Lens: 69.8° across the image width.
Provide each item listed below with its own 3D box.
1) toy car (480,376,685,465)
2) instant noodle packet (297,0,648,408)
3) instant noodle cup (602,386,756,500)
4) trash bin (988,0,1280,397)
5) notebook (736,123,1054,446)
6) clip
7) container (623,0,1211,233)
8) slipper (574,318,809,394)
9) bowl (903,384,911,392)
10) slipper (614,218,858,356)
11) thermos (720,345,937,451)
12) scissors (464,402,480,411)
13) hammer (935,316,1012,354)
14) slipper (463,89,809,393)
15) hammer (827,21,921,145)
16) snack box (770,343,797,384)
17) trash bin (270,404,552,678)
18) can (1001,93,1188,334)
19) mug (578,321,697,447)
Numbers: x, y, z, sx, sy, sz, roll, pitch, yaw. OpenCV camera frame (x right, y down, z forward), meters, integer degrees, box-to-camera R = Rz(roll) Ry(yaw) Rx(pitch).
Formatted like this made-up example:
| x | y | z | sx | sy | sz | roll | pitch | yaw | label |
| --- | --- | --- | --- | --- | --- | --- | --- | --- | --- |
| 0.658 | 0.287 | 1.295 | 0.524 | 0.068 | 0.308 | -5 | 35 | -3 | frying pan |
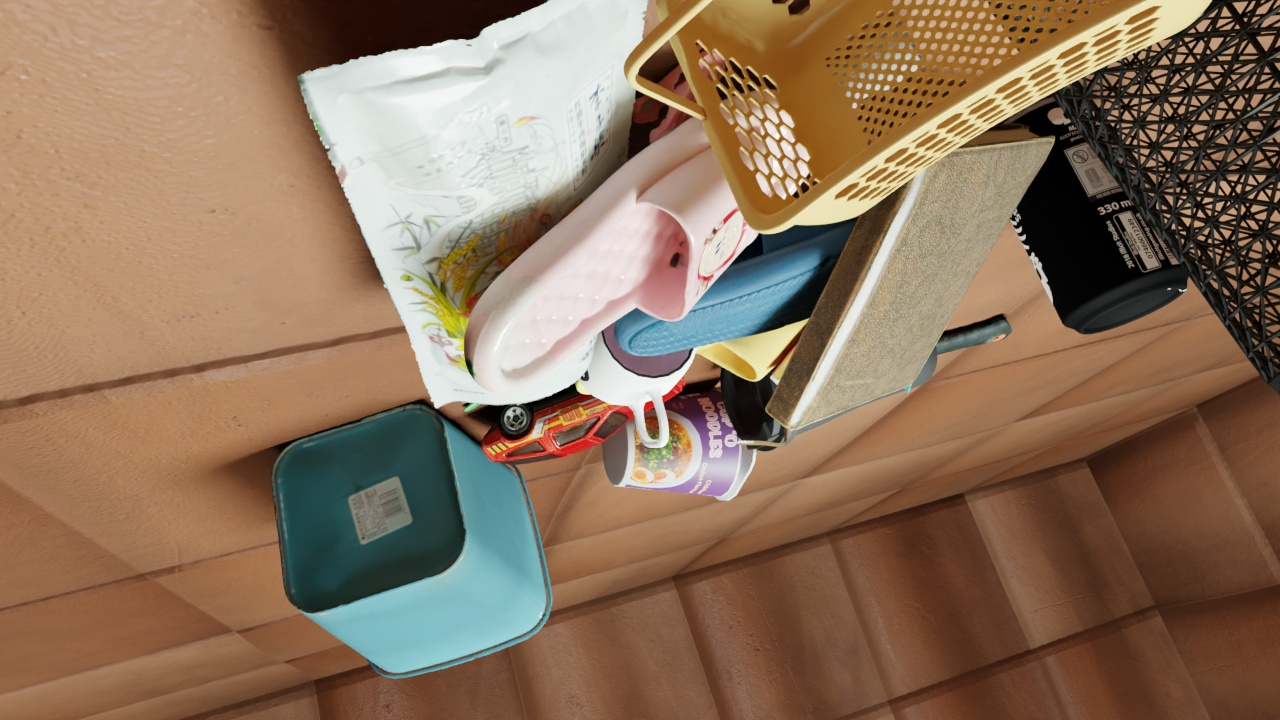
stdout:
| x | y | z | sx | sy | sz | roll | pitch | yaw | label |
| --- | --- | --- | --- | --- | --- | --- | --- | --- | --- |
| -0.050 | 0.048 | 0.839 | 0.189 | 0.056 | 0.081 | -24 | 168 | 7 | toy car |
| -0.061 | -0.062 | 0.458 | 0.146 | 0.057 | 0.270 | -29 | 158 | -17 | instant noodle packet |
| 0.033 | 0.088 | 0.947 | 0.121 | 0.122 | 0.137 | 0 | -178 | -21 | instant noodle cup |
| 0.309 | -0.123 | 0.402 | 0.217 | 0.243 | 0.217 | -16 | 161 | -6 | trash bin |
| 0.157 | -0.047 | 0.589 | 0.189 | 0.034 | 0.216 | -16 | 139 | -39 | notebook |
| 0.016 | -0.133 | 0.460 | 0.023 | 0.050 | 0.058 | 3 | 110 | -52 | clip |
| 0.099 | -0.143 | 0.338 | 0.184 | 0.129 | 0.166 | -29 | 165 | 30 | container |
| 0.072 | -0.019 | 0.736 | 0.263 | 0.078 | 0.099 | -22 | 164 | 7 | slipper |
| 0.243 | -0.034 | 0.851 | 0.046 | 0.121 | 0.121 | 17 | 168 | 15 | bowl |
| 0.079 | -0.058 | 0.608 | 0.213 | 0.059 | 0.104 | -18 | 162 | -19 | slipper |
| 0.188 | 0.014 | 0.906 | 0.218 | 0.105 | 0.106 | -14 | 161 | -27 | thermos |
| -0.119 | 0.020 | 0.768 | 0.130 | 0.012 | 0.116 | -31 | 161 | 36 | scissors |
| 0.279 | 0.001 | 1.051 | 0.332 | 0.033 | 0.133 | -14 | 159 | -12 | hammer |
| 0.007 | -0.054 | 0.462 | 0.221 | 0.055 | 0.107 | -36 | 157 | -16 | slipper |
| 0.168 | -0.121 | 0.613 | 0.125 | 0.029 | 0.310 | -29 | 159 | 28 | hammer |
| 0.184 | -0.031 | 0.744 | 0.143 | 0.040 | 0.144 | -52 | 160 | 20 | snack box |
| -0.206 | 0.160 | 0.829 | 0.196 | 0.199 | 0.219 | -18 | 154 | -1 | trash bin |
| 0.294 | -0.097 | 0.611 | 0.080 | 0.146 | 0.080 | -16 | 161 | -6 | can |
| -0.004 | 0.004 | 0.657 | 0.090 | 0.123 | 0.076 | -9 | 169 | -24 | mug |
